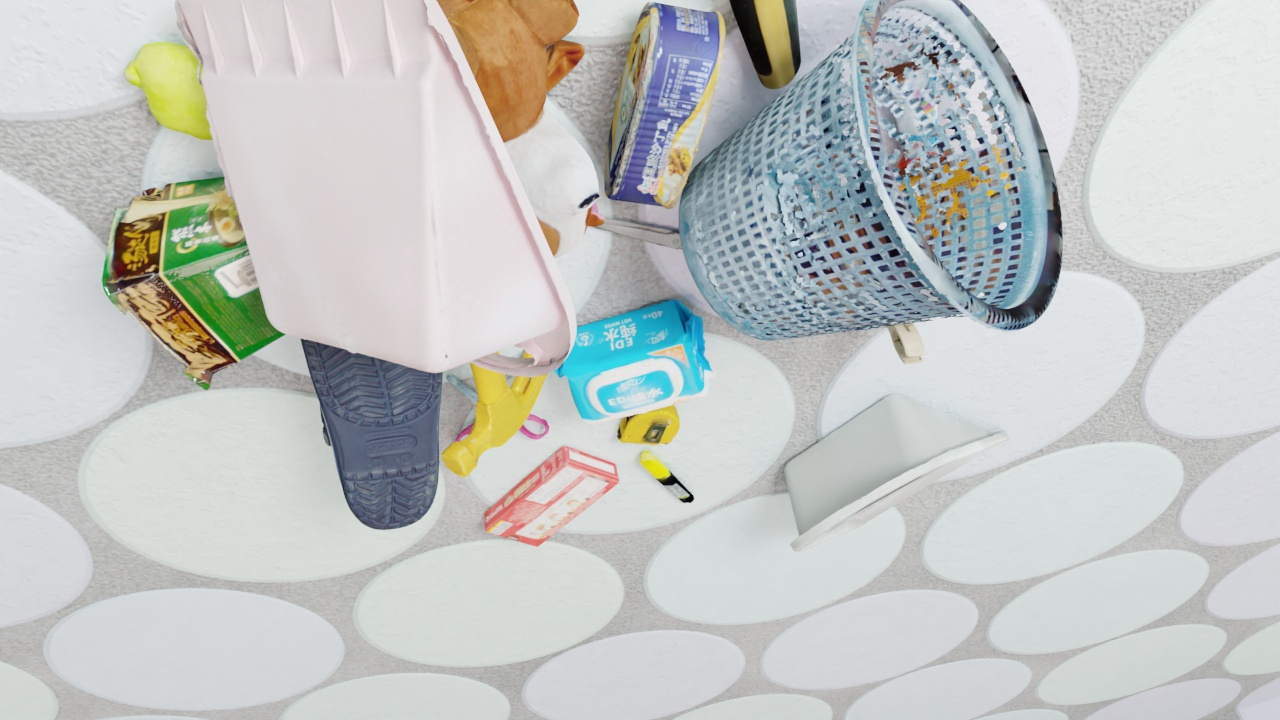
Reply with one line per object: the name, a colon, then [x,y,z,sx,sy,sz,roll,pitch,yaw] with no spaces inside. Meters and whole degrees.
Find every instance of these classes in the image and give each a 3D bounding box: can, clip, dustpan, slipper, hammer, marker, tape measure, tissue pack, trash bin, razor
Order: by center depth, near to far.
dustpan: [-0.146,-0.099,0.576,0.223,0.138,0.274,16,118,33]
razor: [0.070,-0.242,0.581,0.067,0.062,0.167,-44,144,-10]
trash bin: [0.141,-0.107,0.628,0.226,0.226,0.196,25,151,-34]
can: [0.013,-0.171,0.631,0.049,0.074,0.148,5,139,-13]
hammer: [-0.134,-0.041,0.728,0.033,0.128,0.301,23,142,27]
can: [0.234,-0.125,0.742,0.146,0.058,0.058,-19,139,10]
slipper: [-0.224,0.027,0.788,0.105,0.095,0.253,-13,119,-19]
clip: [0.224,-0.050,0.810,0.035,0.101,0.096,-5,112,-5]
tissue pack: [-0.005,0.005,0.835,0.140,0.063,0.090,-15,139,5]
tape measure: [0.012,0.066,0.934,0.060,0.028,0.057,6,136,-19]
dustpan: [0.275,0.151,1.006,0.257,0.142,0.223,28,126,-35]
marker: [0.031,0.132,1.027,0.018,0.015,0.124,-24,141,15]

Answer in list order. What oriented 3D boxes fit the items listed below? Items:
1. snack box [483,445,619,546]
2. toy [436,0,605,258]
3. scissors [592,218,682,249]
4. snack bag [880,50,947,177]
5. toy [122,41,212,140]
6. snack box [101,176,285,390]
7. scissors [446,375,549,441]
snack box: [-0.100,0.152,1.011,0.075,0.025,0.153,24,129,-35]
toy: [-0.078,-0.141,0.596,0.139,0.130,0.200,-37,139,-29]
scissors: [0.034,-0.092,0.774,0.175,0.012,0.106,-6,139,-3]
snack bag: [0.209,-0.185,0.693,0.045,0.026,0.105,-17,137,12]
toy: [-0.272,-0.177,0.594,0.100,0.031,0.096,-38,130,22]
snack box: [-0.293,-0.067,0.655,0.105,0.117,0.118,-19,142,2]
scissors: [-0.138,0.050,0.896,0.125,0.017,0.134,7,133,-17]
